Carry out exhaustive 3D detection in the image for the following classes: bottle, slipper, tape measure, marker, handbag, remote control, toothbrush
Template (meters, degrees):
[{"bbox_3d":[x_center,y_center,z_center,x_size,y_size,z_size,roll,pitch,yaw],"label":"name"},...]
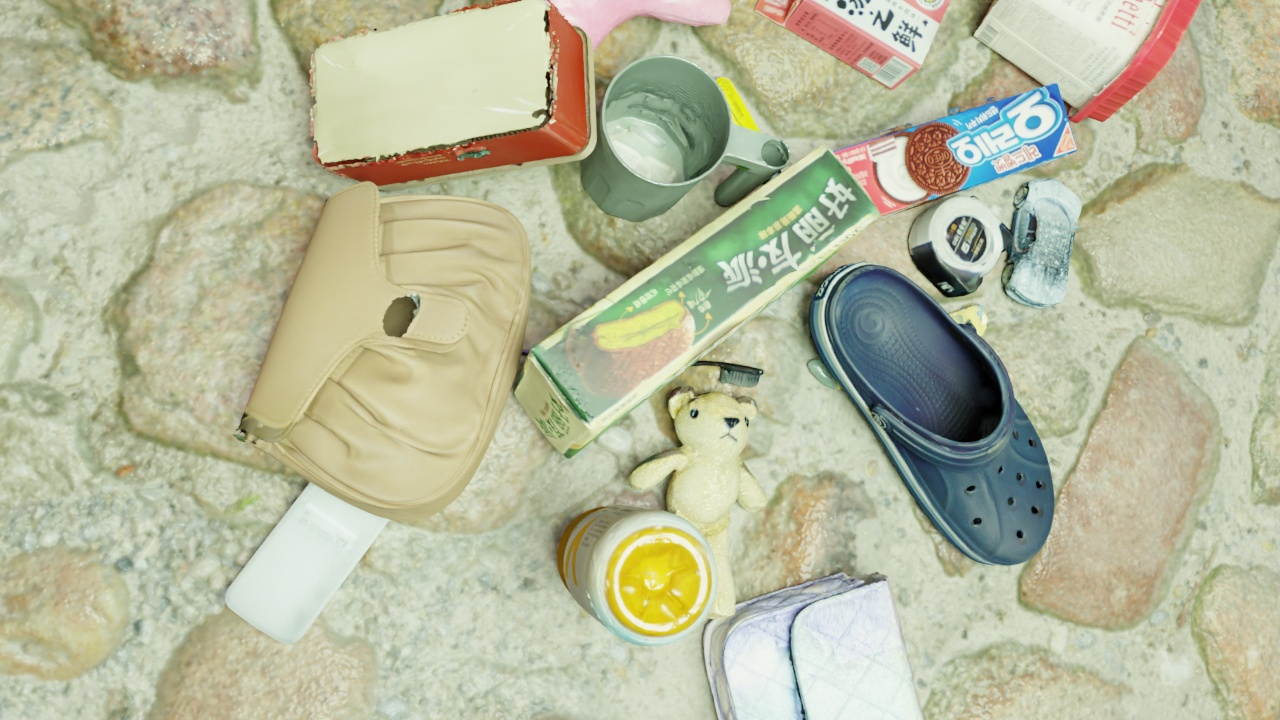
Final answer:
[{"bbox_3d":[-0.011,0.119,0.538,0.068,0.190,0.068,2,83,-13],"label":"bottle"},{"bbox_3d":[0.220,0.033,0.641,0.105,0.095,0.253,-40,98,-11],"label":"slipper"},{"bbox_3d":[0.239,-0.090,0.694,0.066,0.034,0.065,45,76,-7],"label":"tape measure"},{"bbox_3d":[0.087,-0.153,0.677,0.018,0.015,0.124,-30,93,-10],"label":"marker"},{"bbox_3d":[-0.148,-0.012,0.559,0.148,0.100,0.204,14,69,-4],"label":"handbag"},{"bbox_3d":[0.126,0.251,0.614,0.134,0.076,0.194,-13,88,-14],"label":"handbag"},{"bbox_3d":[-0.201,0.111,0.584,0.056,0.020,0.135,36,79,-6],"label":"remote control"},{"bbox_3d":[-0.004,0.004,0.643,0.189,0.014,0.017,5,96,-12],"label":"toothbrush"}]

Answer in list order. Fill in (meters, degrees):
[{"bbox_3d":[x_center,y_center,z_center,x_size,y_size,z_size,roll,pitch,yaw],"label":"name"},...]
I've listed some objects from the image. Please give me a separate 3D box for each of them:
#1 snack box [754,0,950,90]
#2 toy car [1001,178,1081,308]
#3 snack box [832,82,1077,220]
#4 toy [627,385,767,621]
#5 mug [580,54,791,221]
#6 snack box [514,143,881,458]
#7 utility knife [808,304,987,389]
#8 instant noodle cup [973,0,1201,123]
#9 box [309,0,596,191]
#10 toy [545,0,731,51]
[{"bbox_3d":[0.169,-0.288,0.693,0.127,0.044,0.113,27,79,-8],"label":"snack box"},{"bbox_3d":[0.314,-0.093,0.712,0.049,0.031,0.105,14,81,-11],"label":"toy car"},{"bbox_3d":[0.221,-0.150,0.684,0.207,0.057,0.058,-19,92,-14],"label":"snack box"},{"bbox_3d":[0.044,0.096,0.616,0.105,0.066,0.157,9,76,-17],"label":"toy"},{"bbox_3d":[0.025,-0.138,0.616,0.124,0.103,0.083,16,81,-11],"label":"mug"},{"bbox_3d":[0.033,-0.037,0.591,0.239,0.115,0.063,-37,86,-18],"label":"snack box"},{"bbox_3d":[0.196,-0.011,0.689,0.151,0.018,0.031,-20,95,-18],"label":"utility knife"},{"bbox_3d":[0.337,-0.264,0.699,0.124,0.117,0.116,30,79,4],"label":"instant noodle cup"},{"bbox_3d":[-0.120,-0.164,0.561,0.168,0.079,0.091,-4,85,20],"label":"box"},{"bbox_3d":[-0.029,-0.290,0.638,0.194,0.075,0.178,-28,80,-17],"label":"toy"}]
